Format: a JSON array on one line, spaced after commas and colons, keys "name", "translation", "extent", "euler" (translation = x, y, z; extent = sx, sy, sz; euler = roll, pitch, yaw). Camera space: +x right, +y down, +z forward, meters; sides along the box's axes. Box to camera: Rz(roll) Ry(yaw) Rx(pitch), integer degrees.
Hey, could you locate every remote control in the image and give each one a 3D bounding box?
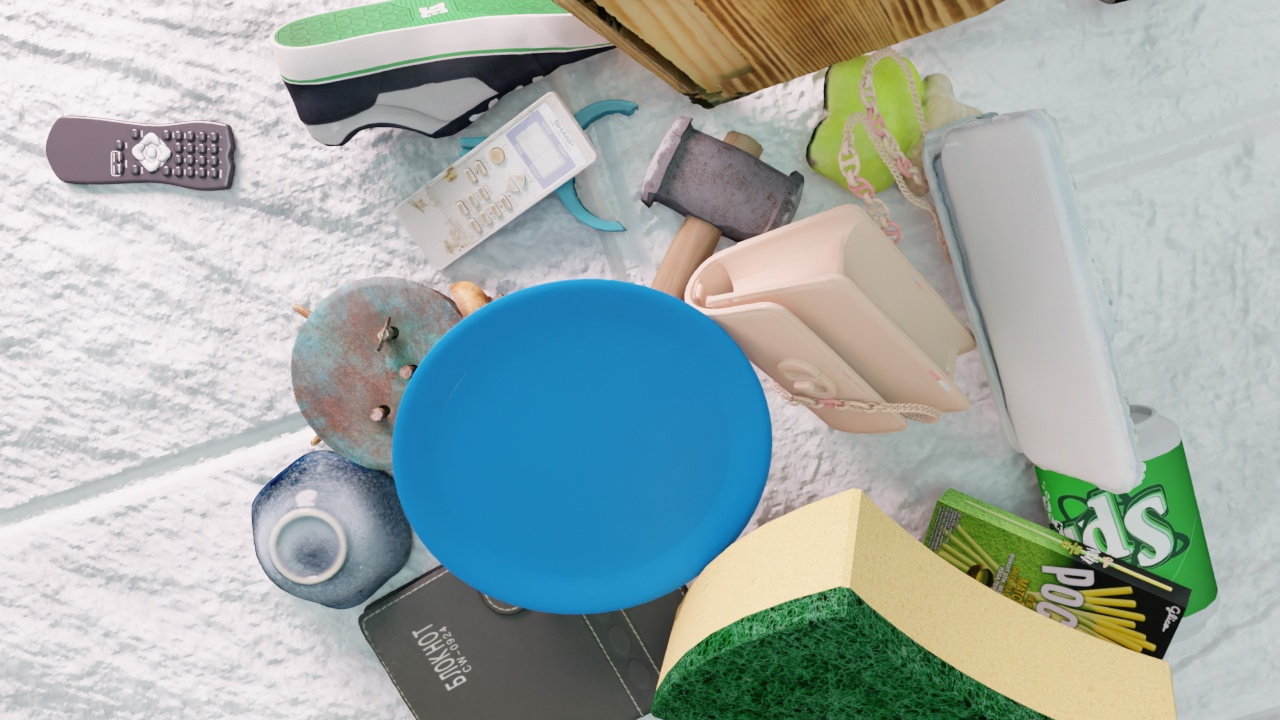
[{"name": "remote control", "translation": [-0.334, -0.138, 0.611], "extent": [0.124, 0.009, 0.046], "euler": [2, 95, 0]}, {"name": "remote control", "translation": [-0.095, -0.114, 0.592], "extent": [0.136, 0.011, 0.050], "euler": [-32, 103, 18]}]

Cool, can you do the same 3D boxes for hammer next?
[{"name": "hammer", "translation": [-0.003, 0.003, 0.597], "extent": [0.098, 0.052, 0.328], "euler": [26, 91, -2]}]

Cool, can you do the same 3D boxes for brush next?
[{"name": "brush", "translation": [0.152, 0.194, 0.539], "extent": [0.250, 0.075, 0.196], "euler": [29, 138, -10]}]

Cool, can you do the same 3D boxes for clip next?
[{"name": "clip", "translation": [-0.045, -0.122, 0.608], "extent": [0.121, 0.033, 0.119], "euler": [-28, 98, 2]}]

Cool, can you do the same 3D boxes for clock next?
[{"name": "clock", "translation": [-0.142, 0.005, 0.593], "extent": [0.157, 0.073, 0.121], "euler": [-6, 95, -1]}]

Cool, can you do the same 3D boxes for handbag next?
[{"name": "handbag", "translation": [0.137, -0.057, 0.582], "extent": [0.198, 0.117, 0.186], "euler": [37, 58, -34]}]

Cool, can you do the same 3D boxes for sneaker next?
[{"name": "sneaker", "translation": [-0.103, -0.188, 0.584], "extent": [0.235, 0.084, 0.079], "euler": [-13, 130, -7]}]

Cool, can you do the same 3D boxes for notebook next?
[{"name": "notebook", "translation": [-0.067, 0.190, 0.633], "extent": [0.209, 0.029, 0.169], "euler": [-30, 94, 0]}]

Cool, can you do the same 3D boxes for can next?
[{"name": "can", "translation": [0.313, 0.105, 0.596], "extent": [0.088, 0.088, 0.140], "euler": [-16, 95, 1]}]

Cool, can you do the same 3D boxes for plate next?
[{"name": "plate", "translation": [-0.033, 0.055, 0.552], "extent": [0.224, 0.024, 0.225], "euler": [-2, 114, -6]}]

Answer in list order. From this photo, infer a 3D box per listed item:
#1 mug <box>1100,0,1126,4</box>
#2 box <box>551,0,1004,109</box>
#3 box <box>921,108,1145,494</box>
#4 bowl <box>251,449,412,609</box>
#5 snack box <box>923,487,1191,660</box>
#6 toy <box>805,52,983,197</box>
[{"name": "mug", "translation": [0.317, -0.288, 0.575], "extent": [0.100, 0.085, 0.118], "euler": [-34, 64, 15]}, {"name": "box", "translation": [0.087, -0.254, 0.432], "extent": [0.259, 0.278, 0.220], "euler": [11, 92, 25]}, {"name": "box", "translation": [0.219, -0.039, 0.527], "extent": [0.084, 0.185, 0.211], "euler": [-16, 102, 20]}, {"name": "bowl", "translation": [-0.212, 0.118, 0.611], "extent": [0.110, 0.055, 0.110], "euler": [0, 94, -1]}, {"name": "snack box", "translation": [0.252, 0.149, 0.581], "extent": [0.148, 0.025, 0.080], "euler": [23, 117, 30]}, {"name": "toy", "translation": [0.168, -0.150, 0.596], "extent": [0.115, 0.046, 0.092], "euler": [10, 96, -8]}]
